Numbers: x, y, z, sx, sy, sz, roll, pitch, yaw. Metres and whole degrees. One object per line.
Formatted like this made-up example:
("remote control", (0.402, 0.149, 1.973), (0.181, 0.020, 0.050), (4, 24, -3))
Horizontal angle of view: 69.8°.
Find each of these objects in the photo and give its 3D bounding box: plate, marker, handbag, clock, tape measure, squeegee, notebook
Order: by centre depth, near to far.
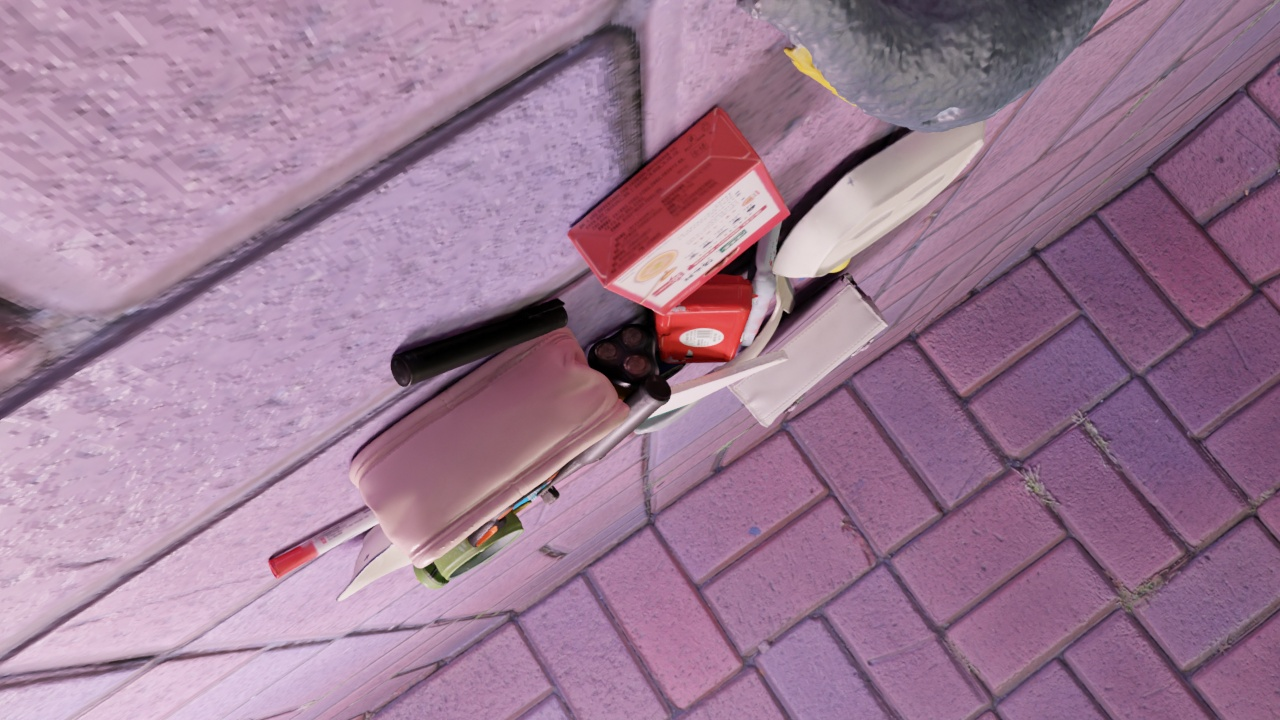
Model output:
("marker", (-0.096, -0.013, 0.571), (0.131, 0.020, 0.022), (-24, 147, -45))
("handbag", (-0.109, 0.067, 0.733), (0.193, 0.093, 0.234), (-35, 176, -3))
("marker", (-0.238, 0.138, 0.766), (0.145, 0.017, 0.017), (-28, 166, -32))
("plate", (0.229, -0.151, 0.847), (0.265, 0.034, 0.162), (-33, 165, -28))
("plate", (-0.204, 0.153, 0.863), (0.164, 0.034, 0.164), (-42, 169, 28))
("notebook", (0.029, 0.040, 0.880), (0.208, 0.012, 0.151), (-16, 170, -47))
("tape measure", (0.019, 0.006, 0.942), (0.058, 0.025, 0.054), (-29, 169, -11))
("squeegee", (0.091, 0.008, 1.032), (0.247, 0.039, 0.246), (-44, 168, 6))
("clock", (-0.196, 0.203, 1.036), (0.115, 0.056, 0.162), (-21, 162, -46))
("handbag", (0.209, -0.019, 1.162), (0.197, 0.098, 0.144), (-41, -173, 17))

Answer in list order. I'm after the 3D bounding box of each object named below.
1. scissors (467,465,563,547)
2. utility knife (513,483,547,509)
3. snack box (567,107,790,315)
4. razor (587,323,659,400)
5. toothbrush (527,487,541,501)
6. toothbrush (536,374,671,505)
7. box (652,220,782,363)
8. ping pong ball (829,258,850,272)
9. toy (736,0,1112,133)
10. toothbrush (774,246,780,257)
("scissors", (-0.124, 0.131, 0.867), (0.229, 0.021, 0.222), (-36, 172, -34))
("utility knife", (-0.148, 0.170, 1.124), (0.210, 0.018, 0.034), (-39, 168, 22))
("snack box", (0.029, -0.086, 0.569), (0.113, 0.044, 0.127), (-38, 166, 10))
("razor", (-0.005, 0.005, 0.829), (0.167, 0.062, 0.067), (30, 83, -82))
("toothbrush", (-0.059, 0.092, 1.049), (0.225, 0.027, 0.026), (-40, 172, 22))
("toothbrush", (-0.039, 0.076, 0.795), (0.026, 0.027, 0.213), (-41, 177, -46))
("box", (0.066, -0.063, 0.776), (0.112, 0.099, 0.201), (-1, 168, 2))
("ping pong ball", (0.195, -0.110, 0.935), (0.040, 0.040, 0.040), (-34, 168, -8))
("toy", (0.185, -0.198, 0.497), (0.355, 0.091, 0.138), (-31, 139, -26))
("toothbrush", (0.164, -0.108, 0.938), (0.014, 0.016, 0.189), (-50, 166, 21))
